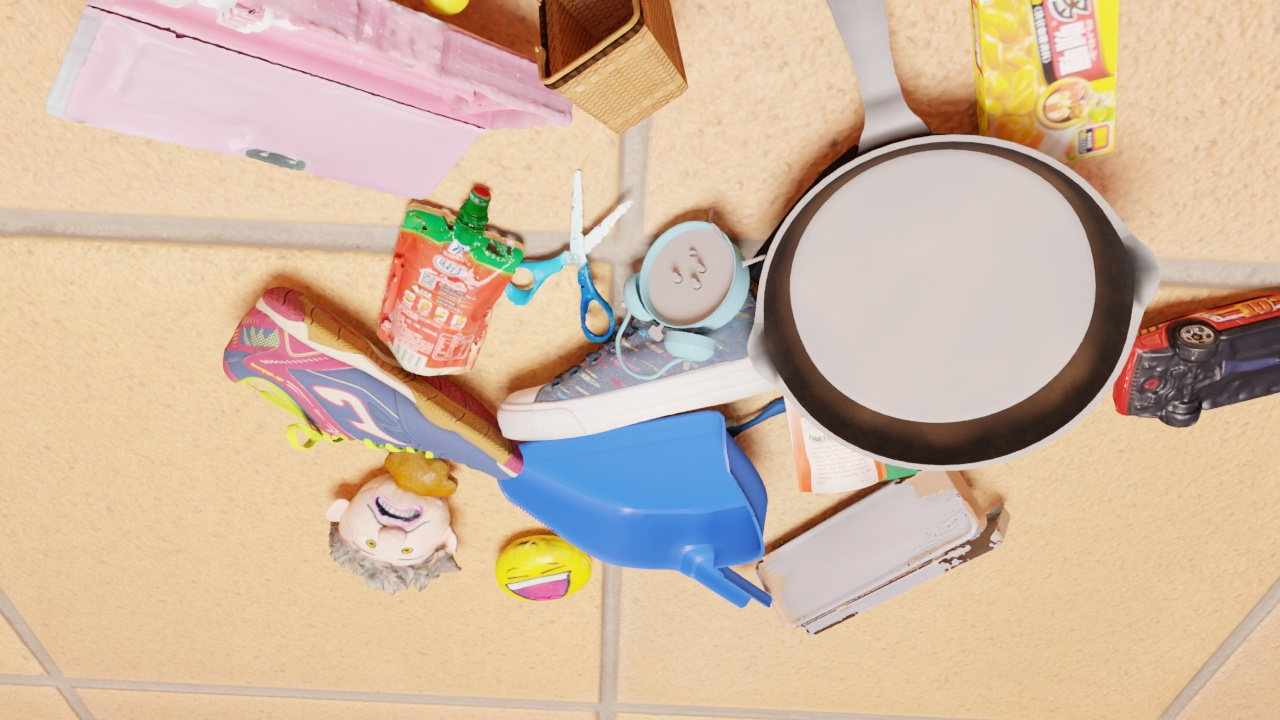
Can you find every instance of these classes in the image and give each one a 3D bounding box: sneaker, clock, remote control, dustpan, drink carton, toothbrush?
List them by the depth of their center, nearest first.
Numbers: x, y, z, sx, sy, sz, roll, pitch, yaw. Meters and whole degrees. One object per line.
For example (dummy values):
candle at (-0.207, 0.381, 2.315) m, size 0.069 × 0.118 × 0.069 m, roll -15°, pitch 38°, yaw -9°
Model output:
clock at (0.025, -0.041, 0.629) m, size 0.123 × 0.087 × 0.042 m, roll -51°, pitch 147°, yaw 14°
remote control at (0.118, -0.094, 0.635) m, size 0.039 × 0.010 × 0.125 m, roll 27°, pitch 128°, yaw -20°
sneaker at (-0.004, 0.004, 0.698) m, size 0.236 × 0.087 × 0.079 m, roll -13°, pitch 95°, yaw 18°
drink carton at (0.146, 0.038, 0.709) m, size 0.069 × 0.039 × 0.122 m, roll -10°, pitch 95°, yaw 5°
sneaker at (-0.204, 0.040, 0.717) m, size 0.241 × 0.116 × 0.091 m, roll 35°, pitch 96°, yaw -21°
toothbrush at (0.120, 0.037, 0.750) m, size 0.132 × 0.016 × 0.021 m, roll -25°, pitch 127°, yaw 19°
dustpan at (0.038, 0.144, 0.792) m, size 0.246 × 0.059 × 0.257 m, roll -13°, pitch 141°, yaw 39°

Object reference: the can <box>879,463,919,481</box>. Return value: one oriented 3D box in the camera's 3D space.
can at (0.180, 0.076, 0.756) m, size 0.101 × 0.053 × 0.053 m, roll -13°, pitch 130°, yaw 13°

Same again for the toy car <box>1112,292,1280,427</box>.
toy car at (0.445, -0.008, 0.670) m, size 0.189 × 0.056 × 0.082 m, roll -12°, pitch 132°, yaw 4°

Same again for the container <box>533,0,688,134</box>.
container at (-0.015, -0.182, 0.502) m, size 0.063 × 0.113 × 0.061 m, roll -27°, pitch 138°, yaw 24°

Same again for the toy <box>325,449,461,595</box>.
toy at (-0.215, 0.147, 0.825) m, size 0.132 × 0.076 × 0.176 m, roll 16°, pitch 123°, yaw -13°

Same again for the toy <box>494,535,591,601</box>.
toy at (-0.094, 0.203, 0.888) m, size 0.095 × 0.041 × 0.094 m, roll -12°, pitch 134°, yaw 9°

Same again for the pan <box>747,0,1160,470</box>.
pan at (0.171, -0.093, 0.573) m, size 0.249 × 0.043 × 0.356 m, roll -13°, pitch 112°, yaw 22°

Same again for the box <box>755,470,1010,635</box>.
box at (0.212, 0.168, 0.834) m, size 0.217 × 0.094 × 0.107 m, roll -39°, pitch 97°, yaw 31°

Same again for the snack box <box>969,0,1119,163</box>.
snack box at (0.237, -0.184, 0.540) m, size 0.075 × 0.025 × 0.152 m, roll -12°, pitch 130°, yaw 13°

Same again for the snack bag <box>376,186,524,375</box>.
snack bag at (-0.139, -0.058, 0.662) m, size 0.087 × 0.044 × 0.155 m, roll 21°, pitch 125°, yaw -11°

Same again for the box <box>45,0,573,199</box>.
box at (-0.174, -0.157, 0.503) m, size 0.180 × 0.059 × 0.232 m, roll -14°, pitch 165°, yaw 43°

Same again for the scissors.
scissors at (-0.037, -0.067, 0.650) m, size 0.110 × 0.015 × 0.133 m, roll 44°, pitch 121°, yaw -6°

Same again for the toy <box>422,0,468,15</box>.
toy at (-0.101, -0.253, 0.444) m, size 0.216 × 0.098 × 0.148 m, roll -6°, pitch 146°, yaw 9°
